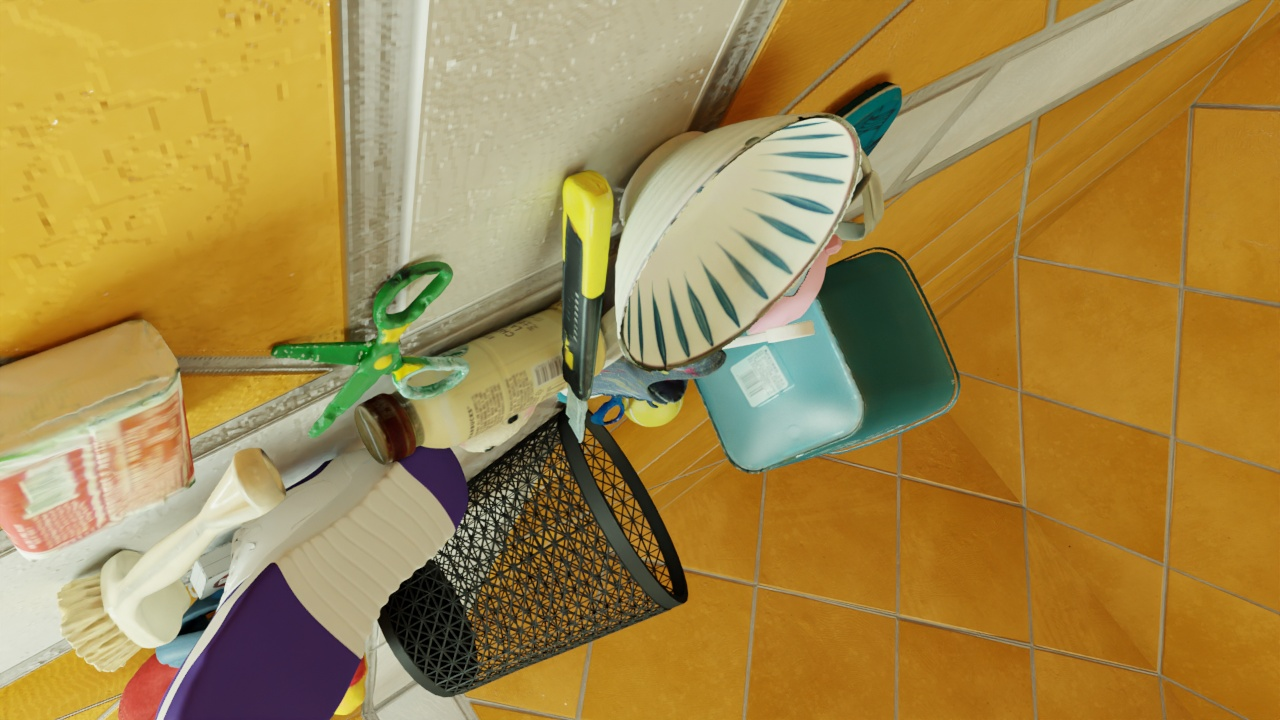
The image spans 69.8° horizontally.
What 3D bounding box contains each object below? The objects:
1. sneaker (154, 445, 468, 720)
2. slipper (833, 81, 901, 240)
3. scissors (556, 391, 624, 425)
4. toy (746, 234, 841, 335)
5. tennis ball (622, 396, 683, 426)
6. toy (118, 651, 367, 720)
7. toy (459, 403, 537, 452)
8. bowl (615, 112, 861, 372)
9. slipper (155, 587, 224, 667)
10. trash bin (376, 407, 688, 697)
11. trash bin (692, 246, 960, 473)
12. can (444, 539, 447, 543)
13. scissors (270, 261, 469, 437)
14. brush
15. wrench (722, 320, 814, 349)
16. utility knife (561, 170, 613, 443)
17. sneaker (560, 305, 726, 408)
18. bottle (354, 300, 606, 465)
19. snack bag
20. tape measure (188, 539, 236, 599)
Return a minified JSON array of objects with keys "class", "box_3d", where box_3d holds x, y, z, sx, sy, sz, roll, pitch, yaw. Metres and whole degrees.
[{"class":"sneaker","box_3d":[-0.209,0.131,0.539,0.111,0.092,0.243,-6,-152,28]},{"class":"slipper","box_3d":[0.137,-0.109,0.752,0.118,0.060,0.295,-28,166,-18]},{"class":"scissors","box_3d":[-0.022,0.026,0.852,0.127,0.014,0.134,-16,149,-23]},{"class":"toy","box_3d":[0.085,-0.082,0.648,0.123,0.067,0.158,5,146,-27]},{"class":"tennis ball","box_3d":[0.011,0.034,0.921,0.065,0.065,0.065,-34,167,-9]},{"class":"toy","box_3d":[-0.327,0.268,0.765,0.216,0.148,0.099,12,92,-72]},{"class":"toy","box_3d":[-0.105,0.033,0.666,0.112,0.050,0.087,-14,156,-45]},{"class":"bowl","box_3d":[0.038,-0.081,0.528,0.177,0.071,0.178,-33,154,-19]},{"class":"slipper","box_3d":[-0.291,0.185,0.685,0.103,0.059,0.214,-11,177,-9]},{"class":"trash bin","box_3d":[-0.113,0.195,0.893,0.243,0.217,0.217,-31,168,6]},{"class":"trash bin","box_3d":[0.175,0.005,0.920,0.197,0.199,0.218,-28,171,33]},{"class":"can","box_3d":[-0.203,0.136,0.745,0.054,0.059,0.100,-35,167,-3]},{"class":"scissors","box_3d":[-0.134,-0.002,0.484,0.126,0.011,0.131,-46,150,15]},{"class":"brush","box_3d":[-0.234,0.101,0.456,0.273,0.062,0.077,-34,-175,44]},{"class":"wrench","box_3d":[0.055,-0.011,0.688,0.047,0.009,0.274,-11,180,-19]},{"class":"utility knife","box_3d":[-0.035,-0.021,0.538,0.020,0.029,0.203,-25,142,-27]},{"class":"sneaker","box_3d":[-0.004,0.004,0.685,0.087,0.079,0.236,-35,179,-20]},{"class":"bottle","box_3d":[-0.099,0.014,0.580,0.161,0.056,0.057,-27,165,-34]},{"class":"snack bag","box_3d":[-0.226,0.035,0.371,0.076,0.036,0.116,-29,165,-33]},{"class":"tape measure","box_3d":[-0.279,0.137,0.636,0.062,0.020,0.060,-25,169,-37]}]
